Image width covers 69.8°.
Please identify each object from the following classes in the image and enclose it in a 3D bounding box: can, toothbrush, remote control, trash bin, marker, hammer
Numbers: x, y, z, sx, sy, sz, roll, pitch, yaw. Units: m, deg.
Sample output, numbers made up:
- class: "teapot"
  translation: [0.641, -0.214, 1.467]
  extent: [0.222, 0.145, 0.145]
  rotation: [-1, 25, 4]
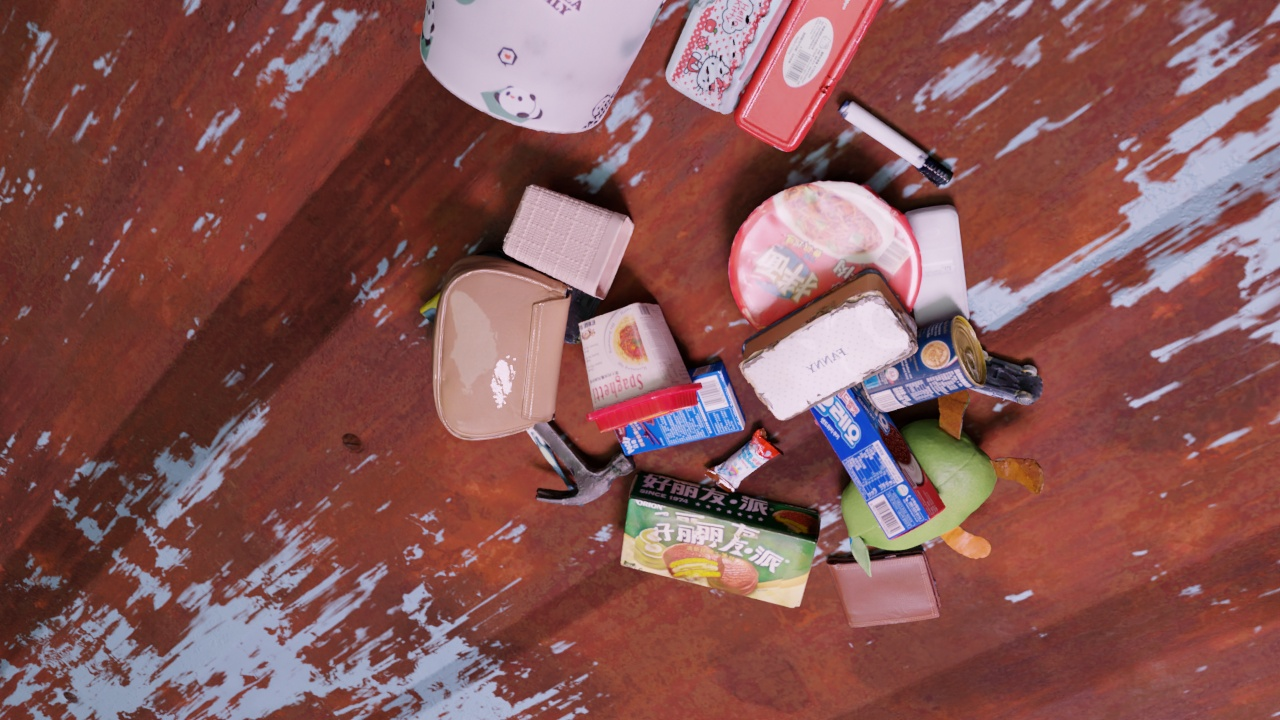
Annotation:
- class: "can"
  translation: [0.294, 0.006, 0.966]
  extent: [0.111, 0.075, 0.075]
  rotation: [-21, 112, 36]
- class: "toothbrush"
  translation: [-0.123, 0.112, 1.185]
  extent: [0.016, 0.018, 0.191]
  rotation: [-24, 109, 22]
- class: "remote control"
  translation: [0.305, -0.095, 0.947]
  extent: [0.056, 0.020, 0.136]
  rotation: [-7, 120, 20]
- class: "trash bin"
  translation: [-0.069, -0.354, 0.788]
  extent: [0.229, 0.228, 0.253]
  rotation: [28, 128, -2]
- class: "marker"
  translation: [0.248, -0.212, 0.896]
  extent: [0.130, 0.018, 0.023]
  rotation: [32, 131, -5]
- class: "hammer"
  translation: [-0.154, 0.051, 1.135]
  extent: [0.126, 0.031, 0.323]
  rotation: [-38, 102, 11]

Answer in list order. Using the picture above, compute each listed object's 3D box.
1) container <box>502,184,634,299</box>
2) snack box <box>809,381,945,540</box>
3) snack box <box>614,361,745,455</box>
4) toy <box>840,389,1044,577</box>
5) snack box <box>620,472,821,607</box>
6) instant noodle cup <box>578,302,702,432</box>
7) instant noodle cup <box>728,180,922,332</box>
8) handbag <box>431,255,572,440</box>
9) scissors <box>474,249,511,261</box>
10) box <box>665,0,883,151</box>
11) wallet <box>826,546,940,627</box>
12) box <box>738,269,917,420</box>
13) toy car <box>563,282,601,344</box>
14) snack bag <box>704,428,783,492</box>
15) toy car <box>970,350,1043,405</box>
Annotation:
- class: "container"
  translation: [-0.077, -0.129, 0.978]
  extent: [0.111, 0.090, 0.090]
  rotation: [23, 93, 5]
- class: "snack box"
  translation: [0.244, 0.087, 0.991]
  extent: [0.057, 0.058, 0.207]
  rotation: [-39, 73, 33]
- class: "snack box"
  translation: [0.039, 0.059, 1.103]
  extent: [0.157, 0.026, 0.084]
  rotation: [-14, 114, 22]
- class: "toy"
  translation: [0.318, 0.139, 1.039]
  extent: [0.227, 0.089, 0.247]
  rotation: [47, 127, 5]
- class: "snack box"
  translation: [0.098, 0.226, 1.163]
  extent: [0.240, 0.063, 0.115]
  rotation: [13, 121, 8]
- class: "instant noodle cup"
  translation: [-0.006, 0.006, 1.026]
  extent: [0.116, 0.116, 0.124]
  rotation: [-18, 84, 22]
- class: "instant noodle cup"
  translation: [0.191, -0.101, 0.948]
  extent: [0.194, 0.065, 0.194]
  rotation: [7, 122, 12]
- class: "handbag"
  translation: [-0.160, -0.015, 1.034]
  extent: [0.147, 0.099, 0.205]
  rotation: [5, 112, -13]
- class: "scissors"
  translation: [-0.177, -0.037, 1.083]
  extent: [0.139, 0.019, 0.180]
  rotation: [27, 105, -7]
- class: "box"
  translation: [0.126, -0.314, 0.858]
  extent: [0.158, 0.037, 0.201]
  rotation: [27, 124, -2]
- class: "wallet"
  translation: [0.309, 0.286, 1.164]
  extent: [0.125, 0.032, 0.101]
  rotation: [-13, 112, 21]
- class: "box"
  translation: [0.183, -0.010, 0.932]
  extent: [0.185, 0.059, 0.090]
  rotation: [-29, 109, 29]
- class: "toy car"
  translation: [-0.071, -0.067, 1.056]
  extent: [0.049, 0.031, 0.106]
  rotation: [29, 120, 1]
- class: "snack bag"
  translation: [0.127, 0.123, 1.117]
  extent: [0.045, 0.026, 0.106]
  rotation: [38, 124, -12]
- class: "toy car"
  translation: [0.383, 0.021, 0.983]
  extent: [0.090, 0.042, 0.034]
  rotation: [17, 149, 8]
